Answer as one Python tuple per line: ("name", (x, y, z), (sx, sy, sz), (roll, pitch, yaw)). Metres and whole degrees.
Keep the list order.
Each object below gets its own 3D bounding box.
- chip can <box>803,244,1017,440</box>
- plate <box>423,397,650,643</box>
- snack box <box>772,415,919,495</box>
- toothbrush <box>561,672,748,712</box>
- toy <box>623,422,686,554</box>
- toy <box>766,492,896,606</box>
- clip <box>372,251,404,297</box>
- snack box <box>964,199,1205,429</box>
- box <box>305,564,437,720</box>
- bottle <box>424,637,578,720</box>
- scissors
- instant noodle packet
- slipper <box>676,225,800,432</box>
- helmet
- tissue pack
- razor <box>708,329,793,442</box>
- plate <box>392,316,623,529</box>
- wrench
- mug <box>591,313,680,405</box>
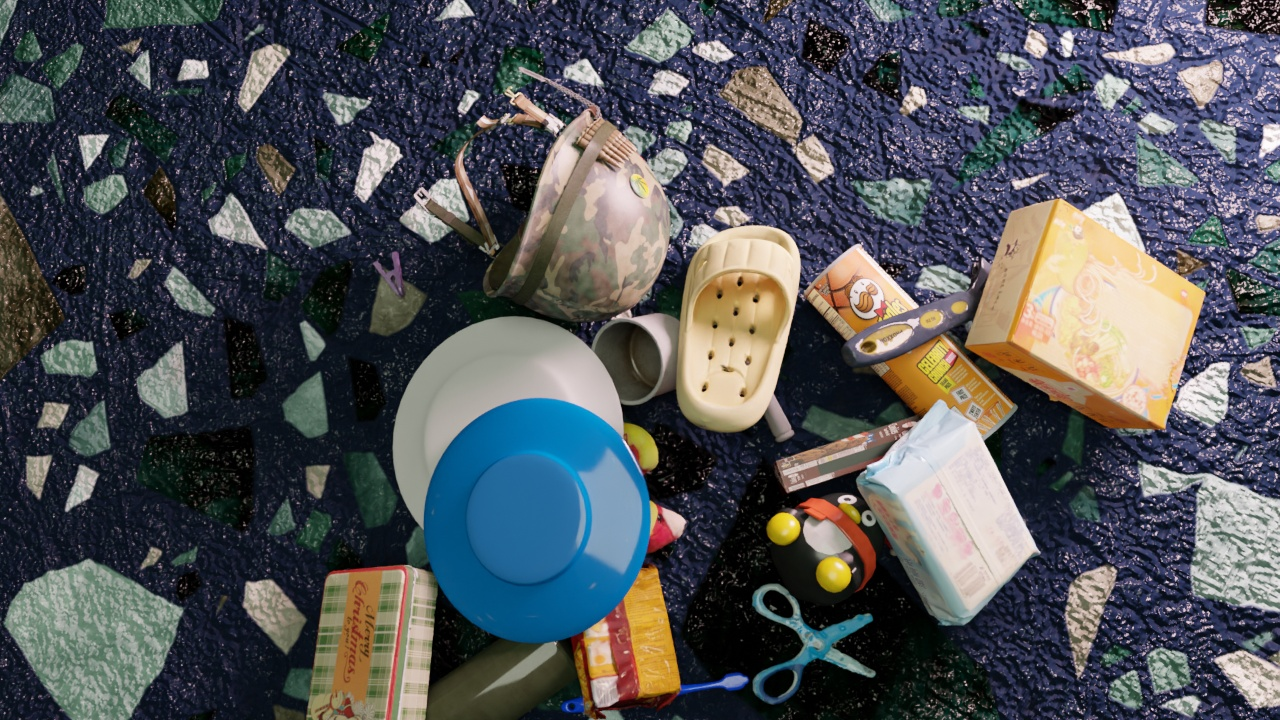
("chip can", (0.259, -0.011, 0.892), (0.075, 0.075, 0.215), (-41, 79, -4))
("plate", (-0.102, 0.144, 0.843), (0.224, 0.024, 0.224), (-3, 80, 15))
("snack box", (0.201, 0.093, 0.889), (0.141, 0.051, 0.031), (-18, 78, 1))
("toothbrush", (0.014, 0.319, 0.880), (0.182, 0.018, 0.016), (-10, 78, 5))
("toy", (-0.021, 0.127, 0.896), (0.105, 0.067, 0.137), (-29, 71, 2))
("toy", (0.181, 0.169, 0.856), (0.119, 0.100, 0.097), (-33, 57, -26))
("clip", (-0.262, -0.095, 0.979), (0.050, 0.014, 0.046), (34, 81, 13))
("snack box", (0.411, -0.037, 0.859), (0.195, 0.081, 0.145), (26, 79, -18))
("box", (-0.253, 0.296, 0.848), (0.118, 0.050, 0.205), (-9, 65, 28))
("bottle", (-0.156, 0.321, 0.862), (0.207, 0.071, 0.071), (-34, 79, -3))
("scissors", (0.157, 0.279, 0.878), (0.134, 0.012, 0.134), (27, 82, 7))
("instant noodle packet", (-0.018, 0.261, 0.856), (0.098, 0.040, 0.135), (-1, 67, -29))
("slipper", (0.088, -0.053, 0.864), (0.111, 0.079, 0.260), (6, 52, 11))
("helmet", (-0.086, -0.150, 0.882), (0.236, 0.193, 0.223), (19, 52, -18))
("tissue pack", (0.275, 0.138, 0.830), (0.112, 0.070, 0.182), (-35, 103, -16))
("razor", (0.119, 0.027, 0.916), (0.088, 0.047, 0.116), (-26, 86, -1))
("plate", (-0.134, 0.074, 0.888), (0.243, 0.016, 0.242), (-3, 79, 15))
("wrench", (0.286, -0.042, 0.860), (0.272, 0.022, 0.073), (-21, 78, -32))
("mug", (-0.005, 0.005, 0.904), (0.113, 0.070, 0.084), (-44, 74, 31))
